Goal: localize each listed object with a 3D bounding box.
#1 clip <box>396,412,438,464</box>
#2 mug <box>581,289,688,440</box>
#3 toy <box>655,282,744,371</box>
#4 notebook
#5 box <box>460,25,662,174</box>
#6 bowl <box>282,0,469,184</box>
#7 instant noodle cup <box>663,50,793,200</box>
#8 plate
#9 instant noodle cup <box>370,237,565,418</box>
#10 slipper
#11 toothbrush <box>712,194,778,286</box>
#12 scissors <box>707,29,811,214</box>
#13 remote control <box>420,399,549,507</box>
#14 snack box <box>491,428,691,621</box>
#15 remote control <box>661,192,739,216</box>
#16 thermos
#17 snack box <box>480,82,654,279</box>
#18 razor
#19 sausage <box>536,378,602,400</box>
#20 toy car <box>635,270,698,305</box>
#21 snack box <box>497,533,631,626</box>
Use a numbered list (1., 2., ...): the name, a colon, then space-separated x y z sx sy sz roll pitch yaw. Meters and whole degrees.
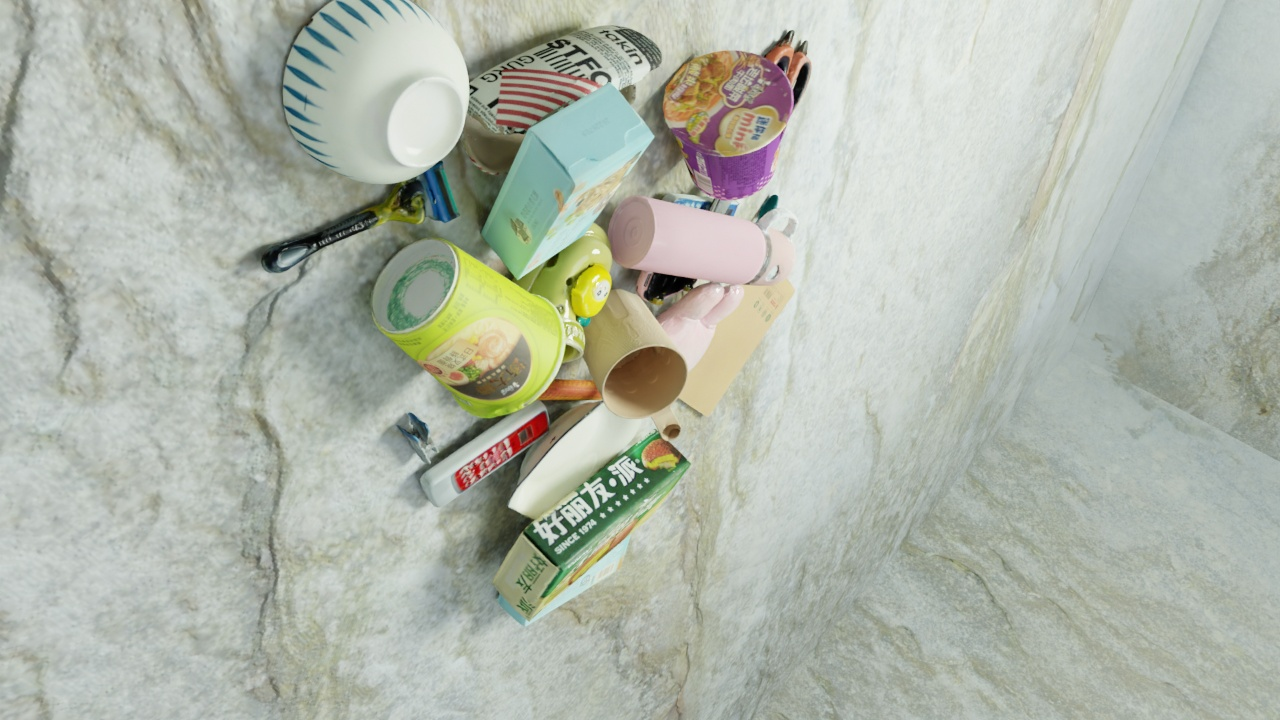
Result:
1. clip: -0.191 0.069 0.793 0.038 0.026 0.058 -51 155 -23
2. mug: -0.005 0.005 0.881 0.084 0.103 0.125 -29 131 -1
3. toy: 0.045 -0.027 0.989 0.160 0.054 0.121 -48 157 23
4. notebook: 0.117 -0.030 1.159 0.207 0.008 0.147 -55 151 1
5. box: -0.061 -0.189 0.673 0.162 0.076 0.087 -38 160 -29
6. bowl: -0.151 -0.159 0.566 0.116 0.066 0.117 -36 147 -29
7. instant noodle cup: 0.082 -0.205 0.829 0.111 0.111 0.099 -49 160 -10
8. plate: -0.073 0.095 0.962 0.163 0.034 0.164 -45 160 -6
9. instant noodle cup: -0.136 -0.029 0.696 0.111 0.112 0.123 -53 143 -4
10. slipper: -0.077 -0.029 0.801 0.190 0.081 0.091 -54 154 4
11. toothbrush: 0.104 -0.108 1.051 0.191 0.016 0.018 -57 162 3
12. scissors: 0.107 -0.223 0.908 0.208 0.015 0.186 -40 143 -33
13. remote control: -0.144 0.088 0.863 0.135 0.020 0.056 -35 156 -20
14. snack box: -0.051 0.178 1.021 0.239 0.063 0.115 -32 161 -46
15. remote control: 0.056 -0.144 0.931 0.124 0.024 0.049 -7 126 -52
16. thermos: 0.070 -0.116 0.869 0.198 0.067 0.087 4 131 -39
17. snack box: -0.059 -0.125 0.671 0.074 0.051 0.175 -39 180 -26
18. razor: -0.191 -0.092 0.624 0.142 0.022 0.043 -32 117 -30
19. sausage: -0.078 0.029 0.917 0.165 0.021 0.021 5 116 -57
20. toy car: 0.032 -0.093 0.940 0.122 0.037 0.056 -25 146 -58
21. snack box: -0.087 0.241 1.096 0.174 0.051 0.074 -21 136 -46
